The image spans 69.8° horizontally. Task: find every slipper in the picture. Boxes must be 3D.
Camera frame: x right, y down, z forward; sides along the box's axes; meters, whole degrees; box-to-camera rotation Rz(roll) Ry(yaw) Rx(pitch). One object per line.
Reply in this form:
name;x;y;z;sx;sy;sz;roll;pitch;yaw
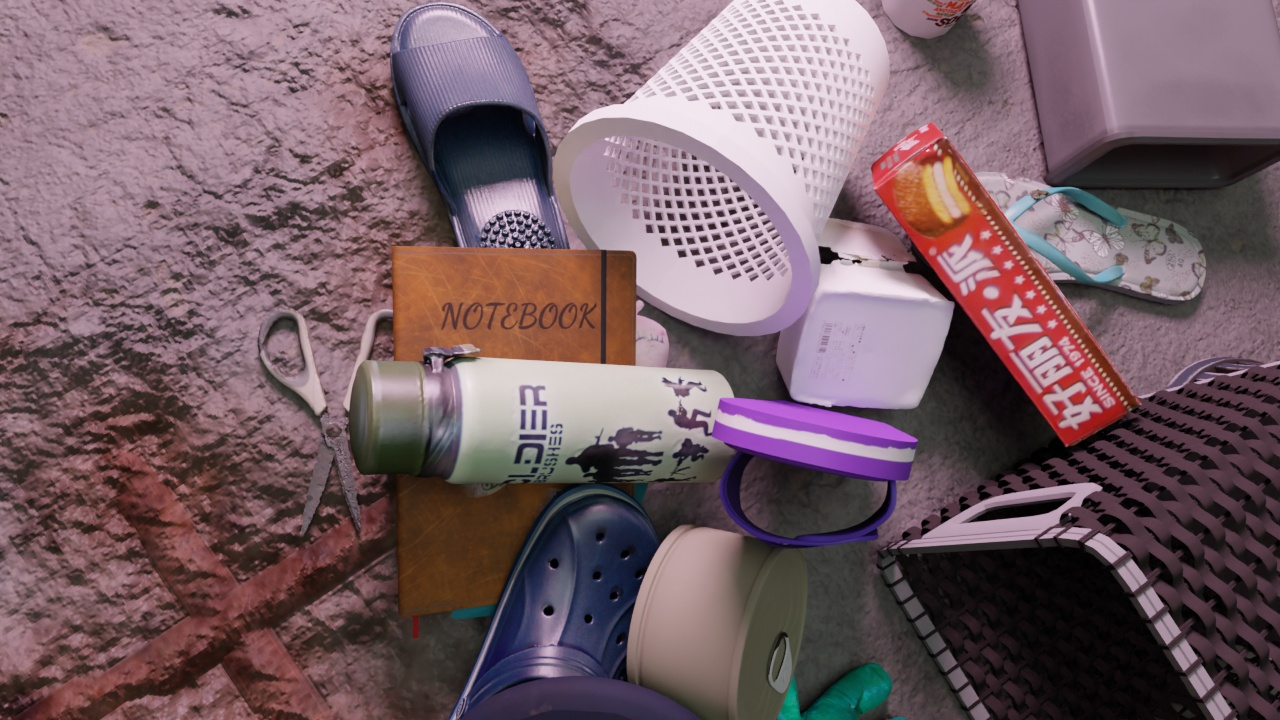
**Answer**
slipper;-0.107;-0.152;0.660;0.101;0.083;0.263;-17;83;-16
slipper;-0.052;0.204;0.574;0.105;0.095;0.252;27;88;-17
slipper;0.355;-0.106;0.753;0.268;0.055;0.098;6;75;-11
slipper;0.107;0.075;0.571;0.107;0.266;0.084;13;92;15

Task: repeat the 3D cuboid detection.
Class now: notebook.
notebook;-0.072;0.051;0.609;0.178;0.014;0.249;-2;97;-25

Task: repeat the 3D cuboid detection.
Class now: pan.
pan;-0.004;0.347;0.552;0.199;0.021;0.356;-20;104;9

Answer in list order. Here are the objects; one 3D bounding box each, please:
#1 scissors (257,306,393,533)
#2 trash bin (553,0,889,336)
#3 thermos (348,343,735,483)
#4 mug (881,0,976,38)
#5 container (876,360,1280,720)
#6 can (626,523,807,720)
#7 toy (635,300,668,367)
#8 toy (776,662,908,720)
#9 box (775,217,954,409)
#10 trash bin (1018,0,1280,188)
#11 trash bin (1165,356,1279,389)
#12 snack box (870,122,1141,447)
scissors;-0.216;0.029;0.638;0.162;0.013;0.158;39;76;-1
trash bin;0.074;-0.156;0.651;0.195;0.196;0.199;35;65;-2
thermos;-0.057;0.034;0.562;0.231;0.082;0.082;4;78;-25
mug;0.240;-0.332;0.756;0.105;0.090;0.073;31;75;-3
container;0.362;0.162;0.603;0.243;0.248;0.245;-30;86;-18
can;0.052;0.173;0.591;0.073;0.127;0.127;9;74;27
toy;-0.004;0.004;0.666;0.063;0.047;0.110;-26;90;-3
toy;0.104;0.270;0.623;0.193;0.073;0.130;-17;77;-22
box;0.157;-0.051;0.701;0.108;0.136;0.129;3;118;-11
trash bin;0.432;-0.266;0.778;0.191;0.098;0.219;-2;78;-11
trash bin;0.524;0.055;0.660;0.164;0.228;0.164;2;78;-11
snack box;0.260;-0.060;0.672;0.060;0.113;0.236;-36;97;21
